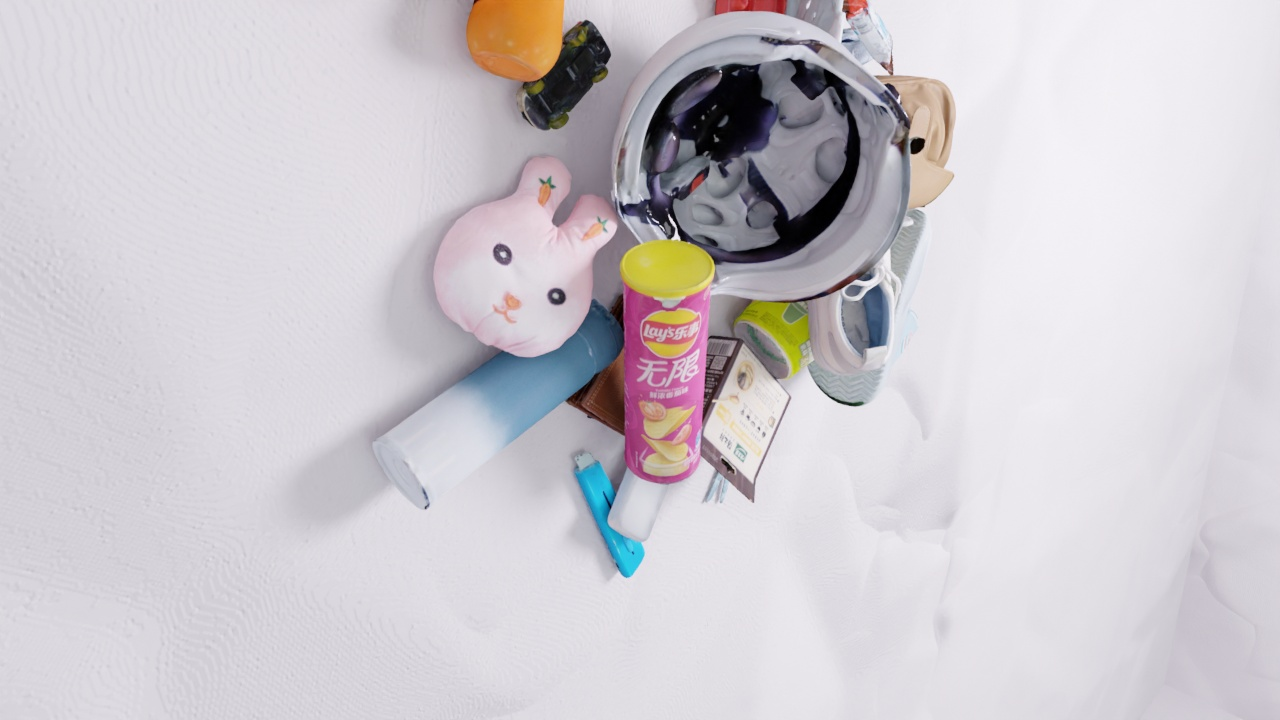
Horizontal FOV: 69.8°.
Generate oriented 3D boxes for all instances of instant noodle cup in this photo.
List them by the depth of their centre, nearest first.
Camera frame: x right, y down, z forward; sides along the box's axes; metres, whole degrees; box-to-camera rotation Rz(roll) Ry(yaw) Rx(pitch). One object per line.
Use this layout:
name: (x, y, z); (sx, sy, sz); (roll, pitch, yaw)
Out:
instant noodle cup: (0.163, -0.048, 0.935); (0.123, 0.112, 0.112); (-42, 130, -17)

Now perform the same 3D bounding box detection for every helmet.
helmet: (0.092, -0.175, 0.760); (0.258, 0.145, 0.230); (27, 122, -34)

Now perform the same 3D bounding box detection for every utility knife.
utility knife: (-0.030, 0.144, 0.868); (0.034, 0.018, 0.159); (-42, 128, -26)

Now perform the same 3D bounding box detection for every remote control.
remote control: (0.010, 0.104, 0.880); (0.056, 0.020, 0.135); (38, 67, -45)

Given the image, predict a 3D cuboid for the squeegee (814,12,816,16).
squeegee: (0.232, -0.399, 0.920); (0.246, 0.039, 0.246); (-10, 106, -45)

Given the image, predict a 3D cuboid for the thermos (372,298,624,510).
thermos: (-0.102, 0.027, 0.721); (0.219, 0.070, 0.070); (-38, 128, -30)

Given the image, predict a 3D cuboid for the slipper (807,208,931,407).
slipper: (0.265, -0.060, 1.035); (0.074, 0.104, 0.245); (39, 70, -47)

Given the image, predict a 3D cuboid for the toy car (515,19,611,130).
toy car: (-0.060, -0.214, 0.695); (0.090, 0.035, 0.042); (-54, 133, -16)

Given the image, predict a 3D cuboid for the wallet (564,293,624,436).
wallet: (-0.005, 0.005, 0.836); (0.101, 0.032, 0.124); (36, 79, -49)

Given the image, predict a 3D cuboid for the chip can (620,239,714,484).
chip can: (0.020, 0.007, 0.756); (0.071, 0.071, 0.211); (-34, 141, -32)

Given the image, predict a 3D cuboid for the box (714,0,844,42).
box: (0.131, -0.322, 0.801); (0.095, 0.102, 0.201); (-11, 111, -43)

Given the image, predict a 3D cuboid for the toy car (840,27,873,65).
toy car: (0.202, -0.308, 0.927); (0.090, 0.034, 0.043); (-28, 126, -34)

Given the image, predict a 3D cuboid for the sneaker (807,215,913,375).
sneaker: (0.196, -0.106, 0.846); (0.089, 0.091, 0.242); (-2, 91, -12)

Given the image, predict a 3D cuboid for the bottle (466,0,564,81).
bottle: (-0.078, -0.275, 0.641); (0.066, 0.067, 0.149); (14, 87, -47)

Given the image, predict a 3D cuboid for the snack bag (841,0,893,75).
snack bag: (0.217, -0.318, 0.873); (0.104, 0.026, 0.048); (31, 54, -48)

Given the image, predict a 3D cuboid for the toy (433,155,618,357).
toy: (-0.083, -0.081, 0.698); (0.121, 0.054, 0.159); (36, 68, -19)

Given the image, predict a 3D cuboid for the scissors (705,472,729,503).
scissors: (0.094, 0.091, 0.977); (0.083, 0.017, 0.137); (30, 86, -47)

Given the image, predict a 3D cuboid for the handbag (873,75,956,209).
handbag: (0.253, -0.222, 0.960); (0.204, 0.100, 0.148); (-17, 113, -34)

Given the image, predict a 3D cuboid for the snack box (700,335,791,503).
snack box: (0.090, 0.058, 0.906); (0.113, 0.053, 0.125); (44, 65, -40)
